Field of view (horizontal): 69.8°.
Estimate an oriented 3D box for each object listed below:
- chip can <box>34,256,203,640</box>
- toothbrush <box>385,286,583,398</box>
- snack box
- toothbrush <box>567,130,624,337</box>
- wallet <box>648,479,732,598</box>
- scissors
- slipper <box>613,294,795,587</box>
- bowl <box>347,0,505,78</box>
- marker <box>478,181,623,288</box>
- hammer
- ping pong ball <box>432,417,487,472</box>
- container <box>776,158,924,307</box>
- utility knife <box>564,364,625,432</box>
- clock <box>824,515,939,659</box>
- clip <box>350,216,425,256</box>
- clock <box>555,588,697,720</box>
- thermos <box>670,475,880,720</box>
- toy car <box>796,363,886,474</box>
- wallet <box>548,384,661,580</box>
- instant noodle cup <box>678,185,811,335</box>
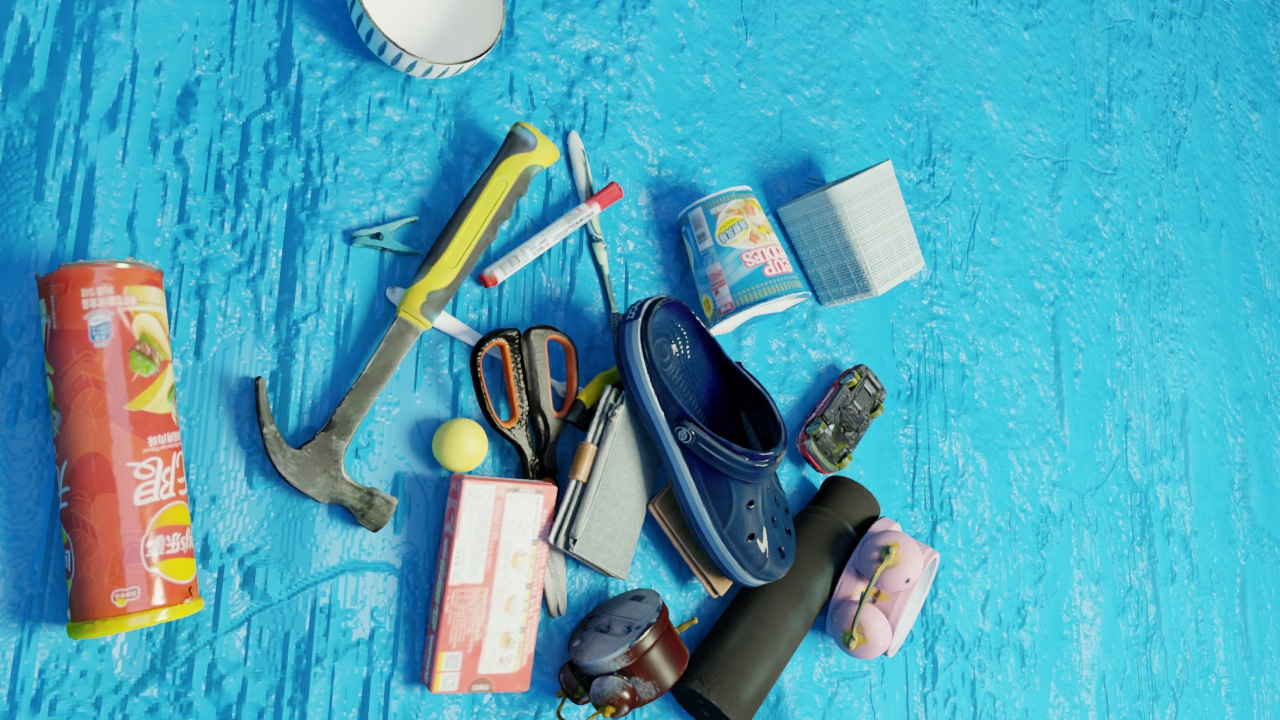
[{"bbox_3d":[-0.313,0.051,0.553,0.073,0.073,0.216,-5,82,-31],"label":"chip can"},{"bbox_3d":[-0.116,-0.010,0.713,0.180,0.016,0.016,31,67,-22],"label":"toothbrush"},{"bbox_3d":[-0.109,0.161,0.663,0.075,0.025,0.153,9,88,-30],"label":"snack box"},{"bbox_3d":[-0.035,-0.104,0.777,0.016,0.018,0.191,-12,87,-31],"label":"toothbrush"},{"bbox_3d":[0.065,0.127,0.781,0.101,0.020,0.115,54,47,-10],"label":"wallet"},{"bbox_3d":[-0.091,0.087,0.698,0.139,0.022,0.234,16,79,-34],"label":"scissors"},{"bbox_3d":[0.070,0.058,0.718,0.104,0.095,0.253,-43,111,-45],"label":"slipper"},{"bbox_3d":[-0.169,-0.267,0.700,0.116,0.066,0.116,6,77,-31],"label":"bowl"},{"bbox_3d":[-0.071,-0.103,0.746,0.145,0.017,0.017,-39,101,-22],"label":"marker"},{"bbox_3d":[-0.159,-0.046,0.670,0.126,0.032,0.322,36,70,-19],"label":"hammer"},{"bbox_3d":[-0.133,0.062,0.674,0.040,0.040,0.040,6,78,-30],"label":"ping pong ball"},{"bbox_3d":[0.205,-0.119,0.882,0.090,0.090,0.111,-29,98,-31],"label":"container"},{"bbox_3d":[-0.005,0.004,0.760,0.176,0.015,0.033,-44,126,-41],"label":"utility knife"},{"bbox_3d":[0.207,0.199,0.791,0.158,0.060,0.117,22,93,-61],"label":"clock"},{"bbox_3d":[-0.189,-0.092,0.686,0.055,0.013,0.034,-12,86,-31],"label":"clip"},{"bbox_3d":[-0.017,0.226,0.690,0.121,0.082,0.055,-40,108,-32],"label":"clock"},{"bbox_3d":[0.127,0.211,0.789,0.241,0.068,0.090,-45,126,-29],"label":"thermos"},{"bbox_3d":[0.187,0.056,0.862,0.053,0.045,0.120,50,56,-11],"label":"toy car"},{"bbox_3d":[-0.025,0.096,0.718,0.106,0.037,0.129,46,56,-53],"label":"wallet"},{"bbox_3d":[0.083,-0.089,0.806,0.099,0.099,0.110,-16,82,-32],"label":"instant noodle cup"}]
